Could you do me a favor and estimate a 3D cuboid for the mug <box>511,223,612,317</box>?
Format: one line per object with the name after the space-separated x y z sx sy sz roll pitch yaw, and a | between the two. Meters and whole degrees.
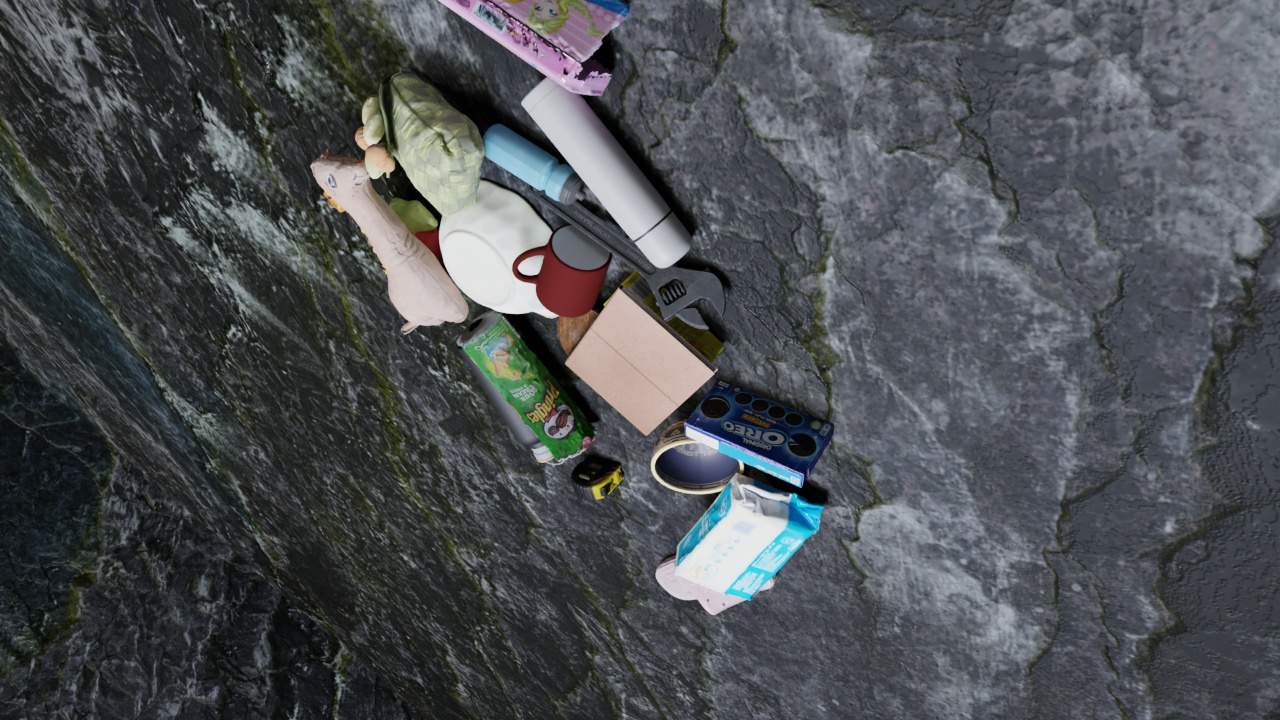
-0.093 -0.105 1.049 0.105 0.073 0.083 9 143 -12 | mug

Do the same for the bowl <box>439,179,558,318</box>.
-0.184 -0.126 1.136 0.219 0.060 0.189 49 142 -9 | bowl

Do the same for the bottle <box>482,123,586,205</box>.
-0.114 -0.212 1.007 0.130 0.040 0.040 33 142 11 | bottle

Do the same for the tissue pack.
0.131 0.221 1.148 0.117 0.065 0.210 21 132 -12 | tissue pack

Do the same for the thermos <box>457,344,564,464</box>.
-0.174 0.060 1.304 0.061 0.061 0.231 -5 123 44 | thermos

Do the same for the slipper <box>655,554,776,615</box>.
0.092 0.317 1.320 0.094 0.064 0.240 49 143 -9 | slipper

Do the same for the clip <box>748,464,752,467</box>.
0.148 0.118 1.122 0.036 0.013 0.053 42 140 -2 | clip

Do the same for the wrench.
-0.020 -0.124 1.006 0.273 0.073 0.018 38 -179 14 | wrench

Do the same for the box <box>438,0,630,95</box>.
-0.117 -0.351 0.864 0.230 0.085 0.097 36 110 7 | box

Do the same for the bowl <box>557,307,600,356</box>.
-0.055 -0.029 1.143 0.102 0.026 0.114 31 143 15 | bowl

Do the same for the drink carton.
0.027 -0.041 1.049 0.134 0.042 0.059 44 147 -2 | drink carton

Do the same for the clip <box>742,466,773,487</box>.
0.144 0.161 1.157 0.043 0.024 0.061 -18 117 48 | clip

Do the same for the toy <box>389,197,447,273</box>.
-0.291 -0.154 1.212 0.092 0.045 0.135 12 136 27 | toy

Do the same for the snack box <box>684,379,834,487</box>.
0.133 0.080 1.041 0.150 0.082 0.027 21 139 24 | snack box

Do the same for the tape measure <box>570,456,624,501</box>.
-0.068 0.168 1.316 0.067 0.062 0.038 16 135 32 | tape measure

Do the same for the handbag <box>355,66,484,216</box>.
-0.252 -0.238 1.021 0.186 0.116 0.113 48 146 37 | handbag

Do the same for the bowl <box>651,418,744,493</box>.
0.070 0.108 1.129 0.112 0.061 0.113 3 139 2 | bowl

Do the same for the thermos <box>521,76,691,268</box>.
-0.031 -0.192 0.944 0.224 0.052 0.052 50 142 -10 | thermos

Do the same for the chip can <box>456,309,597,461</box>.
-0.151 0.034 1.229 0.076 0.075 0.223 -12 124 46 | chip can

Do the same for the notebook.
-0.006 0.006 1.091 0.141 0.008 0.210 42 148 0 | notebook

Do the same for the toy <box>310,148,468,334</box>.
-0.330 -0.140 1.161 0.197 0.065 0.264 -15 125 44 | toy
